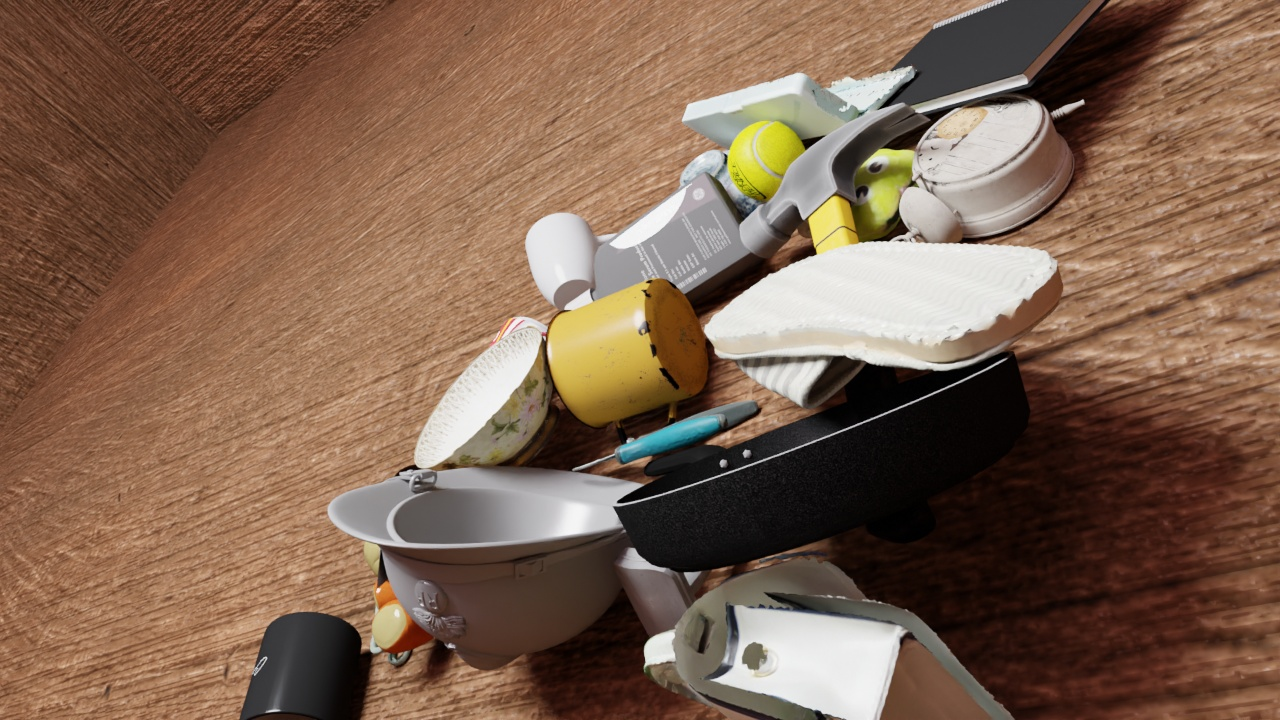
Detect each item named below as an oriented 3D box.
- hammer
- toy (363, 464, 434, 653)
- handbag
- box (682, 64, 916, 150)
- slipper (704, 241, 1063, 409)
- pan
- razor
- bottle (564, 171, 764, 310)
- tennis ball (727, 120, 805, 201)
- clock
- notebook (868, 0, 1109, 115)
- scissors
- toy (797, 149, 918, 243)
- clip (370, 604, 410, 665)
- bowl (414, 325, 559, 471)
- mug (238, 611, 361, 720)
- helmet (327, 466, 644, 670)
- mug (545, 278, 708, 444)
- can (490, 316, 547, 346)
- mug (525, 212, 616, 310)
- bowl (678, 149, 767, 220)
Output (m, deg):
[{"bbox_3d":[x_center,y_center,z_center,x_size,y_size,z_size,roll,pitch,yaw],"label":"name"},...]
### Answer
[{"bbox_3d":[0.145,-0.031,0.608,0.170,0.034,0.323,-42,38,41],"label":"hammer"},{"bbox_3d":[-0.170,0.149,0.742,0.112,0.096,0.176,-44,22,13],"label":"toy"},{"bbox_3d":[0.073,0.149,0.428,0.176,0.151,0.073,-3,51,45],"label":"handbag"},{"bbox_3d":[0.132,-0.228,0.811,0.126,0.074,0.198,-31,18,-18],"label":"box"},{"bbox_3d":[0.123,-0.022,0.518,0.114,0.054,0.273,-41,15,-15],"label":"slipper"},{"bbox_3d":[0.066,0.063,0.522,0.203,0.044,0.356,-20,-4,-19],"label":"pan"},{"bbox_3d":[0.040,0.123,0.575,0.047,0.088,0.116,-2,32,41],"label":"razor"},{"bbox_3d":[0.011,-0.078,0.797,0.174,0.046,0.083,-33,78,18],"label":"bottle"},{"bbox_3d":[0.106,-0.167,0.770,0.065,0.065,0.065,-27,37,23],"label":"tennis ball"},{"bbox_3d":[0.229,-0.129,0.648,0.157,0.061,0.103,-44,33,-4],"label":"clock"},{"bbox_3d":[0.263,-0.242,0.719,0.148,0.016,0.207,-46,20,-15],"label":"notebook"},{"bbox_3d":[0.020,0.057,0.673,0.155,0.019,0.124,-20,-3,-10],"label":"scissors"},{"bbox_3d":[0.165,-0.130,0.731,0.118,0.043,0.092,8,63,52],"label":"toy"},{"bbox_3d":[-0.205,0.215,0.756,0.023,0.042,0.075,-37,33,13],"label":"clip"},{"bbox_3d":[-0.113,0.046,0.750,0.145,0.063,0.145,-37,25,21],"label":"bowl"},{"bbox_3d":[-0.277,0.270,0.737,0.114,0.078,0.087,-54,25,33],"label":"mug"},{"bbox_3d":[-0.087,0.142,0.599,0.184,0.270,0.117,6,93,22],"label":"helmet"},{"bbox_3d":[-0.004,0.005,0.724,0.094,0.100,0.123,-19,81,29],"label":"mug"},{"bbox_3d":[-0.120,0.016,0.848,0.064,0.064,0.104,2,54,47],"label":"can"},{"bbox_3d":[-0.055,-0.096,0.913,0.107,0.071,0.089,-14,46,-5],"label":"mug"},{"bbox_3d":[0.072,-0.156,0.840,0.115,0.061,0.114,-27,37,22],"label":"bowl"}]
